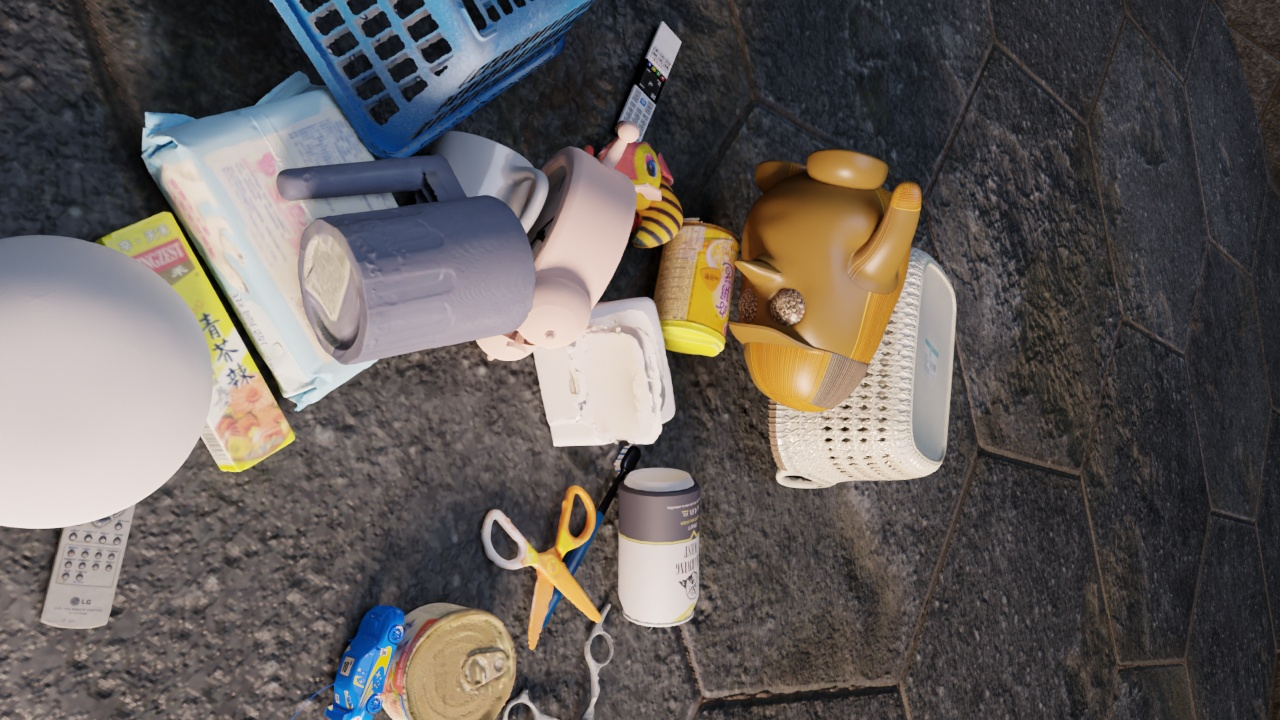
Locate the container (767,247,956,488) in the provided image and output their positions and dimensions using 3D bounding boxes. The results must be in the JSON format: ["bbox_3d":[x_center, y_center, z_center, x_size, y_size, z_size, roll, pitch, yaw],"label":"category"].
[{"bbox_3d":[0.215,0.004,0.888,0.184,0.143,0.246,24,70,-54],"label":"container"}]

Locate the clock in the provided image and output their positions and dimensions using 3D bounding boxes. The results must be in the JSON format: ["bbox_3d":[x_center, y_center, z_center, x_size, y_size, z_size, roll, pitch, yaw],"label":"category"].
[{"bbox_3d":[-0.050,-0.073,0.643,0.086,0.131,0.160,33,70,-21],"label":"clock"}]

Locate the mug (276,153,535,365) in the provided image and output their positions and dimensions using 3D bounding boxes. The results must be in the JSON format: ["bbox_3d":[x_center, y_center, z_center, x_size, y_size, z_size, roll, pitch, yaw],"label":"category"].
[{"bbox_3d":[-0.134,-0.063,0.518,0.103,0.084,0.124,-17,71,-41],"label":"mug"}]

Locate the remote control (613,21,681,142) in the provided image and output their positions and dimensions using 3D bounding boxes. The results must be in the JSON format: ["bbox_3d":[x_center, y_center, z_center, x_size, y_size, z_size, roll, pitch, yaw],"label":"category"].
[{"bbox_3d":[0.005,-0.240,0.799,0.028,0.012,0.124,37,63,-35],"label":"remote control"}]

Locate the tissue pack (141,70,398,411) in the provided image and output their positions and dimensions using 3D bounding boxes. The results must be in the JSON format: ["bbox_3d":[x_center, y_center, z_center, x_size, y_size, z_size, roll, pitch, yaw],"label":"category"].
[{"bbox_3d":[-0.203,-0.075,0.551,0.111,0.070,0.182,-38,110,-39],"label":"tissue pack"}]

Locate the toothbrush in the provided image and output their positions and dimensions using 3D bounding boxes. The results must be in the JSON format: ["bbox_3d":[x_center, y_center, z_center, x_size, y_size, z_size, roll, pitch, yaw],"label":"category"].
[{"bbox_3d":[-0.041,0.136,0.724,0.014,0.014,0.167,48,57,-30],"label":"toothbrush"}]

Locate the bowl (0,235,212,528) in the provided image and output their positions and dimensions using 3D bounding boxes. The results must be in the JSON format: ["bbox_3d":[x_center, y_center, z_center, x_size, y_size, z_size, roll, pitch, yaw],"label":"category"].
[{"bbox_3d":[-0.291,0.012,0.452,0.149,0.043,0.149,-1,92,-30],"label":"bowl"}]

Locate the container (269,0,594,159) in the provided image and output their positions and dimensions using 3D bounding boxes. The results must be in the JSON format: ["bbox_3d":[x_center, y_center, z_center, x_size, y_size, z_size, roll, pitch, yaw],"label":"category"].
[{"bbox_3d":[-0.158,-0.336,0.556,0.362,0.089,0.256,60,37,-22],"label":"container"}]

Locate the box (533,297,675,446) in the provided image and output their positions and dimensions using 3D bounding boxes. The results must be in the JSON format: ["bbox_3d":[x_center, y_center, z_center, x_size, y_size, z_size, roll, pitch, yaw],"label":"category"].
[{"bbox_3d":[-0.010,0.007,0.680,0.125,0.137,0.108,-16,95,-44],"label":"box"}]

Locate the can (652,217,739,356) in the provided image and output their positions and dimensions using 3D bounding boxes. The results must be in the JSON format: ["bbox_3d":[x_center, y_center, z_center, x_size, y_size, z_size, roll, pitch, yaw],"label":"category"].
[{"bbox_3d":[0.045,-0.061,0.785,0.067,0.068,0.105,24,70,-40],"label":"can"}]

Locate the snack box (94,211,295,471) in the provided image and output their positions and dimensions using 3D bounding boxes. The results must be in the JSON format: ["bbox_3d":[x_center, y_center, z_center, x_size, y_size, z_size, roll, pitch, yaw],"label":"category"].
[{"bbox_3d":[-0.253,-0.008,0.523,0.040,0.029,0.148,-37,111,-39],"label":"snack box"}]

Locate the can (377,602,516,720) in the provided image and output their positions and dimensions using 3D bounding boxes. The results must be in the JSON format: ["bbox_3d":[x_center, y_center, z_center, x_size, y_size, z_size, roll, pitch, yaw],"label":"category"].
[{"bbox_3d":[-0.129,0.207,0.614,0.086,0.043,0.086,4,84,-43],"label":"can"}]

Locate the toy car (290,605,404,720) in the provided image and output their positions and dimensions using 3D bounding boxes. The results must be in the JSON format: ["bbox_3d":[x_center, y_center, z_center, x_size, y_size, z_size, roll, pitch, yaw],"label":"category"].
[{"bbox_3d":[-0.188,0.192,0.563,0.062,0.033,0.091,32,65,-45],"label":"toy car"}]

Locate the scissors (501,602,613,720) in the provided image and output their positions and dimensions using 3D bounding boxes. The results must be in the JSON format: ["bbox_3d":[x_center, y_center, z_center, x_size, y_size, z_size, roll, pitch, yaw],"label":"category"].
[{"bbox_3d":[-0.039,0.271,0.702,0.141,0.014,0.173,30,59,-25],"label":"scissors"}]

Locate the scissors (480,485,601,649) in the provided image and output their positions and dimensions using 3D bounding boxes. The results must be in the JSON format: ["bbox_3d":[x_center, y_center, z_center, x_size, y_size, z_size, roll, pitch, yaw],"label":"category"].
[{"bbox_3d":[-0.073,0.150,0.683,0.127,0.011,0.125,23,68,-29],"label":"scissors"}]

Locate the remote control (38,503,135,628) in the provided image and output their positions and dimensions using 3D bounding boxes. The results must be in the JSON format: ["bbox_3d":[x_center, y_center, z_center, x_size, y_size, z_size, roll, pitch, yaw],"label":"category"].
[{"bbox_3d":[-0.289,0.074,0.493,0.033,0.013,0.136,18,75,-41],"label":"remote control"}]

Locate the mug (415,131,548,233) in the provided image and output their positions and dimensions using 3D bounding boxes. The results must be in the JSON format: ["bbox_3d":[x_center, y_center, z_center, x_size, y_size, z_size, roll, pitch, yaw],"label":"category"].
[{"bbox_3d":[-0.106,-0.097,0.618,0.071,0.107,0.089,26,77,-48],"label":"mug"}]

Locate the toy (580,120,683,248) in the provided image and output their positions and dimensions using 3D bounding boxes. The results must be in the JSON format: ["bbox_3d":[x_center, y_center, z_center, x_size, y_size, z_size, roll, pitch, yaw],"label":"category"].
[{"bbox_3d":[-0.005,-0.142,0.757,0.084,0.046,0.103,-42,105,-30],"label":"toy"}]

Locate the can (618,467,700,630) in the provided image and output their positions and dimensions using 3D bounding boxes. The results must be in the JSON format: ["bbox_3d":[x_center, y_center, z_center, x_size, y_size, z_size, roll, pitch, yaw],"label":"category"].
[{"bbox_3d":[0.015,0.154,0.733,0.064,0.064,0.127,-7,100,-44],"label":"can"}]

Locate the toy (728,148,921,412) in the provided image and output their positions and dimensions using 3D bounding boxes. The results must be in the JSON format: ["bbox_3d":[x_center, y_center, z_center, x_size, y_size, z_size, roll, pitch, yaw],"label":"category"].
[{"bbox_3d":[0.140,-0.060,0.764,0.162,0.199,0.203,11,88,-30],"label":"toy"}]
